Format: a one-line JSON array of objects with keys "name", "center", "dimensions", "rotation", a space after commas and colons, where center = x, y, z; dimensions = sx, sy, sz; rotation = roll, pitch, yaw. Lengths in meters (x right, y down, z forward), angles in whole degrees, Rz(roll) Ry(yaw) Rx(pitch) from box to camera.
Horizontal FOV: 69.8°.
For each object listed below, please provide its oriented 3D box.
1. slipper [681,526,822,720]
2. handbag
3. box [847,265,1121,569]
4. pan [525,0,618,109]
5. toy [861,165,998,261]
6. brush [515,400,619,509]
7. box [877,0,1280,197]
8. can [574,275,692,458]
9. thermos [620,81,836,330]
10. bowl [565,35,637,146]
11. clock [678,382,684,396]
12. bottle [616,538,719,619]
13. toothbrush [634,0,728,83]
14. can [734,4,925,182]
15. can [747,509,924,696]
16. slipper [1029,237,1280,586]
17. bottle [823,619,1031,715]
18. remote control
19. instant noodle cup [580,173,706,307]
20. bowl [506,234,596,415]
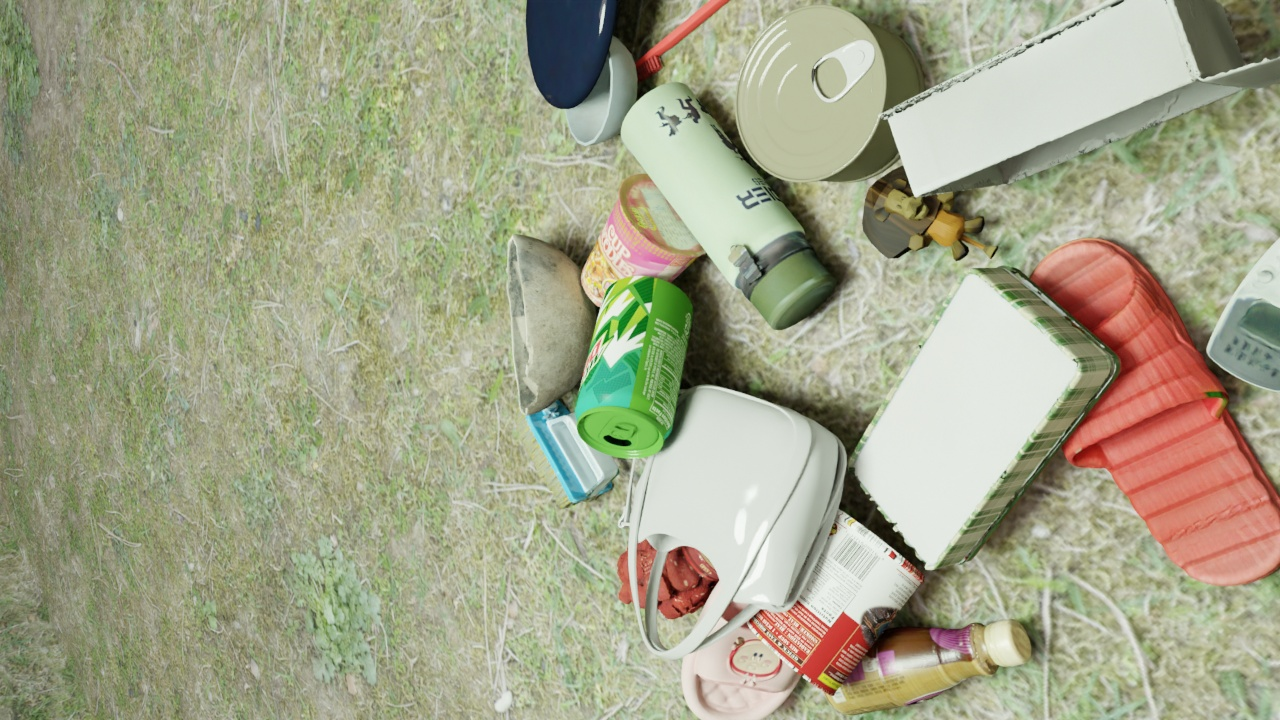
[{"name": "slipper", "center": [0.109, 0.223, 0.793], "dimensions": [0.106, 0.055, 0.222], "rotation": [17, 103, -8]}, {"name": "handbag", "center": [0.057, 0.136, 0.762], "dimensions": [0.216, 0.095, 0.222], "rotation": [19, 82, 51]}, {"name": "box", "center": [0.233, 0.044, 0.650], "dimensions": [0.117, 0.050, 0.206], "rotation": [54, 138, 40]}, {"name": "pan", "center": [-0.063, -0.415, 0.840], "dimensions": [0.199, 0.021, 0.357], "rotation": [32, 120, 58]}, {"name": "toy", "center": [0.214, -0.102, 0.677], "dimensions": [0.100, 0.062, 0.076], "rotation": [33, 98, 26]}, {"name": "brush", "center": [-0.080, 0.082, 0.958], "dimensions": [0.136, 0.055, 0.076], "rotation": [57, 132, 19]}, {"name": "box", "center": [0.335, -0.164, 0.492], "dimensions": [0.370, 0.165, 0.098], "rotation": [-11, 94, 43]}, {"name": "can", "center": [-0.005, 0.005, 0.790], "dimensions": [0.083, 0.083, 0.143], "rotation": [-25, 41, 40]}, {"name": "thermos", "center": [0.072, -0.130, 0.778], "dimensions": [0.083, 0.082, 0.231], "rotation": [-48, 66, 34]}, {"name": "bowl", "center": [-0.033, -0.256, 0.867], "dimensions": [0.106, 0.039, 0.106], "rotation": [14, 106, 61]}, {"name": "clock", "center": [0.001, 0.042, 0.890], "dimensions": [0.123, 0.043, 0.091], "rotation": [33, 116, 33]}, {"name": "bottle", "center": [0.036, 0.198, 0.861], "dimensions": [0.111, 0.098, 0.099], "rotation": [-36, 73, 27]}, {"name": "toothbrush", "center": [0.066, -0.306, 0.803], "dimensions": [0.213, 0.012, 0.018], "rotation": [-28, 78, 40]}, {"name": "can", "center": [0.146, -0.201, 0.709], "dimensions": [0.128, 0.073, 0.128], "rotation": [7, 101, 40]}, {"name": "can", "center": [0.154, 0.189, 0.724], "dimensions": [0.086, 0.086, 0.116], "rotation": [37, 88, 31]}, {"name": "slipper", "center": [0.327, 0.036, 0.601], "dimensions": [0.104, 0.059, 0.248], "rotation": [-34, 76, 38]}, {"name": "bottle", "center": [0.221, 0.237, 0.721], "dimensions": [0.166, 0.059, 0.059], "rotation": [-30, 77, 38]}, {"name": "remote control", "center": [0.395, -0.038, 0.550], "dimensions": [0.060, 0.028, 0.114], "rotation": [40, 121, 30]}, {"name": "instant noodle cup", "center": [-0.001, -0.099, 0.844], "dimensions": [0.097, 0.097, 0.109], "rotation": [58, 135, 18]}, {"name": "bowl", "center": [-0.086, -0.038, 0.914], "dimensions": [0.178, 0.081, 0.178], "rotation": [175, 91, -76]}]
